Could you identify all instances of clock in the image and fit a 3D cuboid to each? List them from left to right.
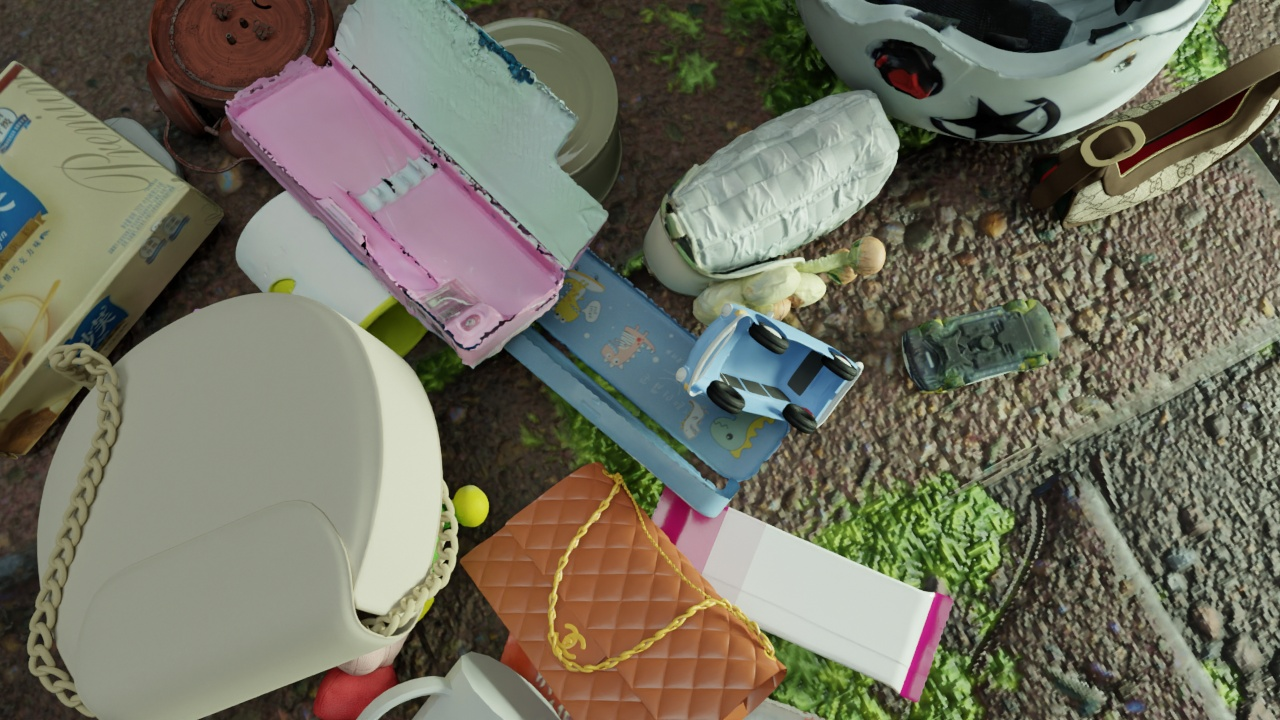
[{"bbox_3d":[-0.274,-0.202,0.638,0.120,0.072,0.157,27,77,6],"label":"clock"}]

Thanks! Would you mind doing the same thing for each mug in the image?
[{"bbox_3d":[-0.195,-0.051,0.597,0.106,0.082,0.082,43,79,11],"label":"mug"},{"bbox_3d":[-0.109,0.217,0.511,0.105,0.073,0.089,39,88,-26],"label":"mug"}]

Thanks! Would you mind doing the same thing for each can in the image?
[{"bbox_3d":[-0.077,-0.159,0.628,0.128,0.073,0.127,0,76,-1],"label":"can"}]

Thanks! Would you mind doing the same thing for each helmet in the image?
[{"bbox_3d":[0.218,-0.248,0.608,0.264,0.164,0.236,13,70,8],"label":"helmet"}]

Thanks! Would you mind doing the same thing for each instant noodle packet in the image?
[{"bbox_3d":[-0.001,0.261,0.544,0.221,0.084,0.164,17,77,15],"label":"instant noodle packet"}]

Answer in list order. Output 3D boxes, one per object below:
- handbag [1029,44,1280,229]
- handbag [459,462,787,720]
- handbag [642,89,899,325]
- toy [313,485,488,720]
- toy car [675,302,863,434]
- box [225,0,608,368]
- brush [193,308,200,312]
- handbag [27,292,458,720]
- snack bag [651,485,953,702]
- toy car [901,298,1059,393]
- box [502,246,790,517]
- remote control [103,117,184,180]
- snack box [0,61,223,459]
[{"bbox_3d":[0.336,-0.148,0.596,0.166,0.138,0.063,-22,76,-5],"label":"handbag"},{"bbox_3d":[-0.013,0.147,0.534,0.108,0.060,0.172,-38,58,-13],"label":"handbag"},{"bbox_3d":[0.094,-0.093,0.598,0.171,0.112,0.123,-31,88,-8],"label":"handbag"},{"bbox_3d":[-0.152,0.131,0.550,0.096,0.124,0.131,11,95,-20],"label":"toy"},{"bbox_3d":[0.079,0.004,0.559,0.055,0.153,0.056,46,109,38],"label":"toy car"},{"bbox_3d":[-0.127,-0.124,0.560,0.230,0.066,0.159,44,93,12],"label":"box"},{"bbox_3d":[-0.291,0.072,0.585,0.089,0.043,0.228,1,76,0],"label":"brush"},{"bbox_3d":[-0.216,0.069,0.486,0.211,0.103,0.208,-23,63,9],"label":"handbag"},{"bbox_3d":[0.096,0.144,0.585,0.196,0.016,0.070,22,79,5],"label":"snack bag"},{"bbox_3d":[0.226,-0.008,0.616,0.105,0.033,0.048,-13,75,-8],"label":"toy car"},{"bbox_3d":[-0.008,0.012,0.604,0.209,0.049,0.120,40,44,9],"label":"box"},{"bbox_3d":[-0.392,-0.101,0.638,0.074,0.019,0.151,45,82,7],"label":"remote control"},{"bbox_3d":[-0.402,-0.065,0.592,0.153,0.055,0.207,35,81,5],"label":"snack box"}]
